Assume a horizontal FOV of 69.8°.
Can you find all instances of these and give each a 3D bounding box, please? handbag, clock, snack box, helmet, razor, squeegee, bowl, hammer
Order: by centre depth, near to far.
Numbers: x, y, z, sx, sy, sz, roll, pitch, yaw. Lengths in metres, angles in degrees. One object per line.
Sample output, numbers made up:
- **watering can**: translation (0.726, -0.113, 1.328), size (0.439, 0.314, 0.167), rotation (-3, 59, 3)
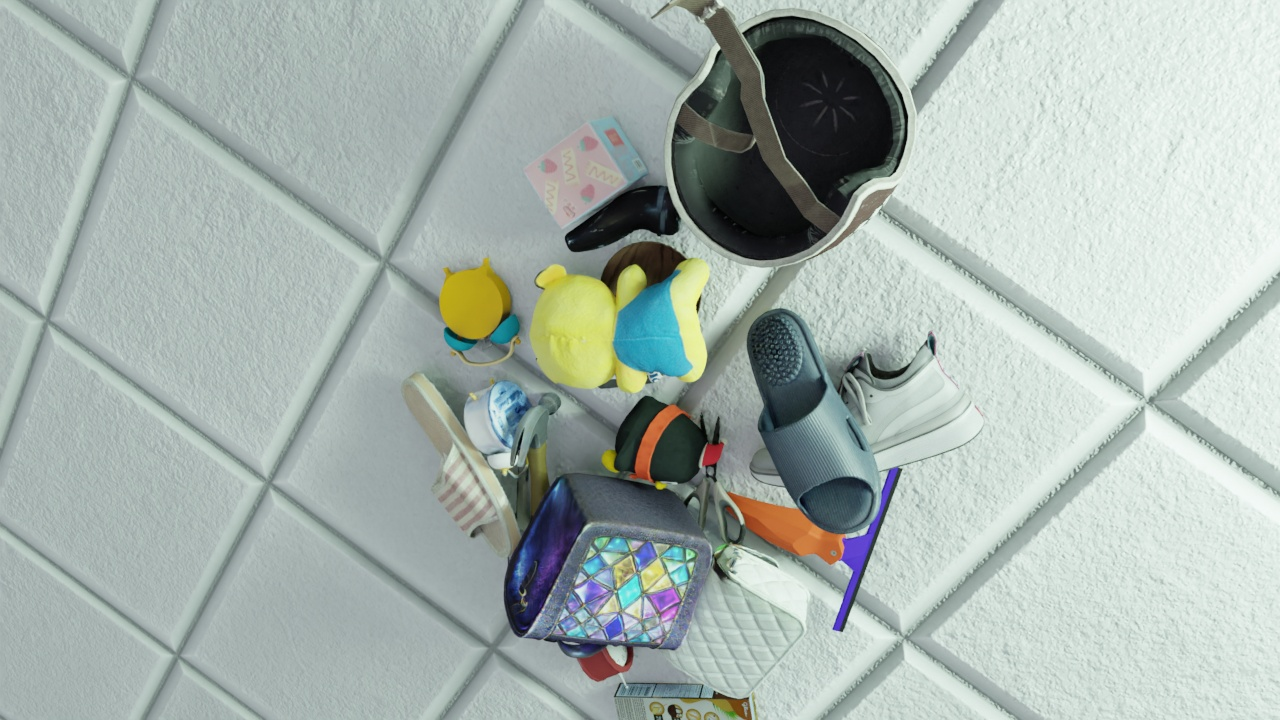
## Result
- **helmet**: translation (0.131, -0.211, 0.861), size (0.233, 0.252, 0.235), rotation (38, 138, 6)
- **snack box**: translation (-0.059, -0.207, 1.003), size (0.095, 0.092, 0.079), rotation (-31, 98, 23)
- **razor**: translation (-0.015, -0.150, 1.021), size (0.141, 0.053, 0.063), rotation (-24, 83, 9)
- **bowl**: translation (0.015, -0.082, 1.059), size (0.119, 0.032, 0.119), rotation (5, 110, 14)
- **squeegee**: translation (0.184, 0.202, 1.098), size (0.185, 0.055, 0.250), rotation (22, 120, 20)
- **handbag**: translation (-0.041, 0.262, 1.099), size (0.204, 0.125, 0.222), rotation (13, 109, -26)
- **clock**: translation (-0.199, -0.056, 1.123), size (0.099, 0.043, 0.129), rotation (-10, 98, 18)
- **handbag**: translation (0.114, 0.320, 1.131), size (0.139, 0.072, 0.195), rotation (30, 126, 2)
- **clock**: translation (-0.169, 0.086, 1.138), size (0.052, 0.088, 0.125), rotation (-17, 101, 25)
- **hammer**: translation (-0.122, 0.214, 1.164), size (0.025, 0.117, 0.333), rotation (5, 114, 17)
- **clock**: translation (-0.054, 0.365, 1.202), size (0.044, 0.087, 0.124), rotation (-27, 102, 21)
- **snack box**: translation (0.064, 0.490, 1.242), size (0.186, 0.031, 0.101), rotation (-5, 107, 17)

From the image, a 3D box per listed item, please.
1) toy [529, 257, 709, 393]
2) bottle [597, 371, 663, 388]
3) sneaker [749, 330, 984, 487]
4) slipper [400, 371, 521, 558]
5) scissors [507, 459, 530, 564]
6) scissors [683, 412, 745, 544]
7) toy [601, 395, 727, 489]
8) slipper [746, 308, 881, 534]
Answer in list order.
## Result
- **toy**: translation (-0.031, -0.036, 1.023), size (0.214, 0.083, 0.149), rotation (0, 99, 17)
- **bottle**: translation (-0.006, 0.006, 1.088), size (0.112, 0.046, 0.047), rotation (-7, 106, 17)
- **sneaker**: translation (0.234, 0.062, 1.023), size (0.264, 0.096, 0.128), rotation (-21, 90, 22)
- **slipper**: translation (-0.238, 0.138, 1.160), size (0.263, 0.052, 0.115), rotation (59, 147, 3)
- **scissors**: translation (-0.178, 0.199, 1.218), size (0.199, 0.015, 0.180), rotation (38, 114, 0)
- **scissors**: translation (0.092, 0.152, 1.113), size (0.153, 0.012, 0.164), rotation (47, 126, 25)
- **toy**: translation (0.031, 0.102, 1.078), size (0.119, 0.097, 0.100), rotation (24, 102, 26)
- **slipper**: translation (0.165, 0.060, 0.975), size (0.101, 0.082, 0.263), rotation (-32, 63, 29)
